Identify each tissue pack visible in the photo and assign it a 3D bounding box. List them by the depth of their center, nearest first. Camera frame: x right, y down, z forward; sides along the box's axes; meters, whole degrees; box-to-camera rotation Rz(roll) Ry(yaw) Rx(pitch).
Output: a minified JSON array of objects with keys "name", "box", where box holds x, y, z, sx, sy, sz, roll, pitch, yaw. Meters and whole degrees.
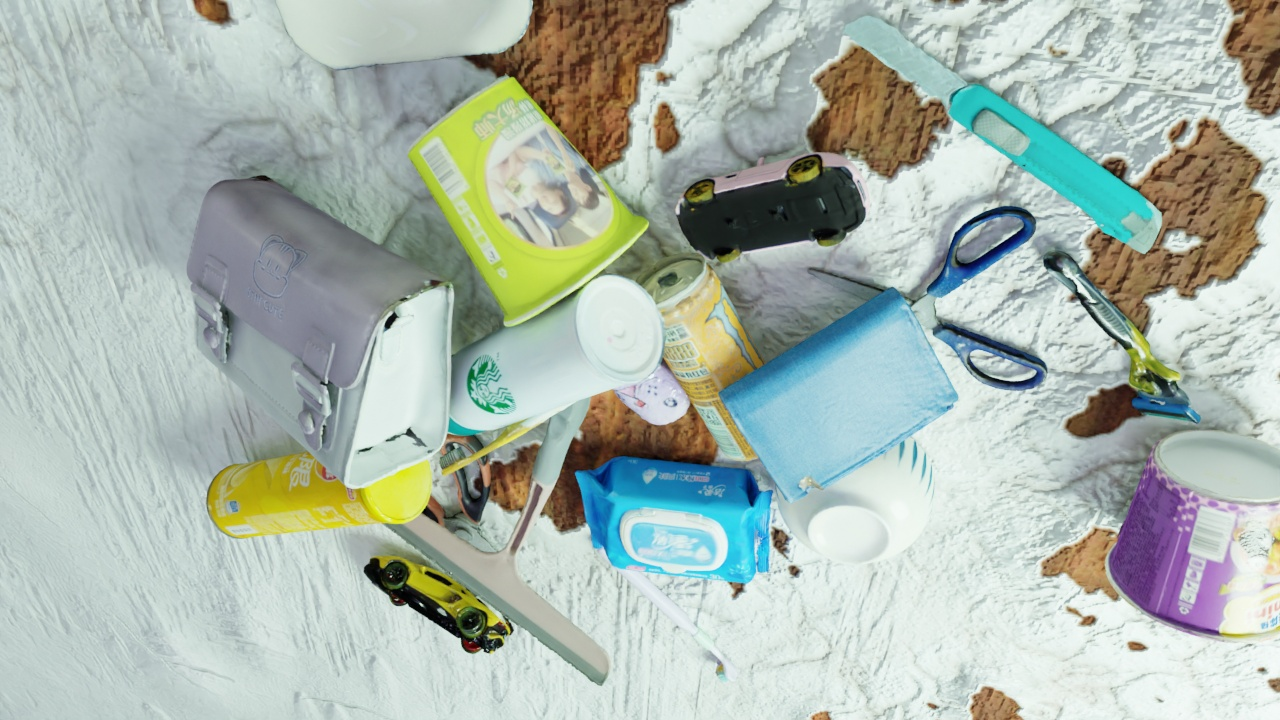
[{"name":"tissue pack","box":[0.026,0.129,0.733,0.157,0.052,0.095,5,126,13]}]

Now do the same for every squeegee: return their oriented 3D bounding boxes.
[{"name":"squeegee","box":[-0.081,0.099,0.731,0.248,0.040,0.250,33,120,15]}]

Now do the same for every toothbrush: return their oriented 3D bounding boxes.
[{"name":"toothbrush","box":[-0.092,0.047,0.687,0.192,0.016,0.018,-31,82,34]},{"name":"toothbrush","box":[0.024,0.226,0.828,0.021,0.029,0.189,-44,108,-6]}]

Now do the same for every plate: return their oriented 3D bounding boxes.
[{"name":"plate","box":[-0.142,-0.251,0.511,0.164,0.034,0.164,1,126,17]}]

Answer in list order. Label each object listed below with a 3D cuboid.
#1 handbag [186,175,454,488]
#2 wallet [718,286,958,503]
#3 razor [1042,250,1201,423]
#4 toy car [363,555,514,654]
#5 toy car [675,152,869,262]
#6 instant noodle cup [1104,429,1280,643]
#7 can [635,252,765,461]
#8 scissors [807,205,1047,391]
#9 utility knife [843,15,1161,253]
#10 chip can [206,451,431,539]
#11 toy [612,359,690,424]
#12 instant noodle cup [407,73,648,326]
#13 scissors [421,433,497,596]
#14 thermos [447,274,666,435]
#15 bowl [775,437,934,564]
[{"name":"handbag","box":[-0.222,-0.025,0.625,0.197,0.098,0.145,31,122,28]},{"name":"wallet","box":[0.131,0.026,0.599,0.133,0.040,0.106,-32,116,8]},{"name":"razor","box":[0.294,-0.018,0.566,0.142,0.022,0.043,46,169,-14]},{"name":"toy car","box":[-0.193,0.227,0.869,0.156,0.041,0.071,27,148,10]},{"name":"toy car","box":[0.080,-0.095,0.562,0.123,0.037,0.056,-6,127,35]},{"name":"instant noodle cup","box":[0.366,0.105,0.587,0.112,0.111,0.099,2,116,15]},{"name":"can","box":[0.050,0.000,0.620,0.058,0.058,0.146,-16,124,26]},{"name":"scissors","box":[0.192,-0.029,0.593,0.162,0.012,0.174,38,129,-12]},{"name":"utility knife","box":[0.207,-0.126,0.514,0.223,0.013,0.029,32,128,-8]},{"name":"chip can","box":[-0.277,0.112,0.782,0.214,0.071,0.072,-12,121,32]},{"name":"toy","box":[-0.004,0.004,0.654,0.084,0.038,0.108,-12,123,48]},{"name":"instant noodle cup","box":[-0.075,-0.102,0.564,0.112,0.111,0.123,-28,106,31]},{"name":"scissors","box":[-0.166,0.137,0.821,0.227,0.015,0.190,35,127,-11]},{"name":"thermos","box":[-0.081,0.007,0.622,0.073,0.073,0.225,47,143,-19]},{"name":"bowl","box":[0.154,0.105,0.669,0.116,0.066,0.117,8,127,11]}]
